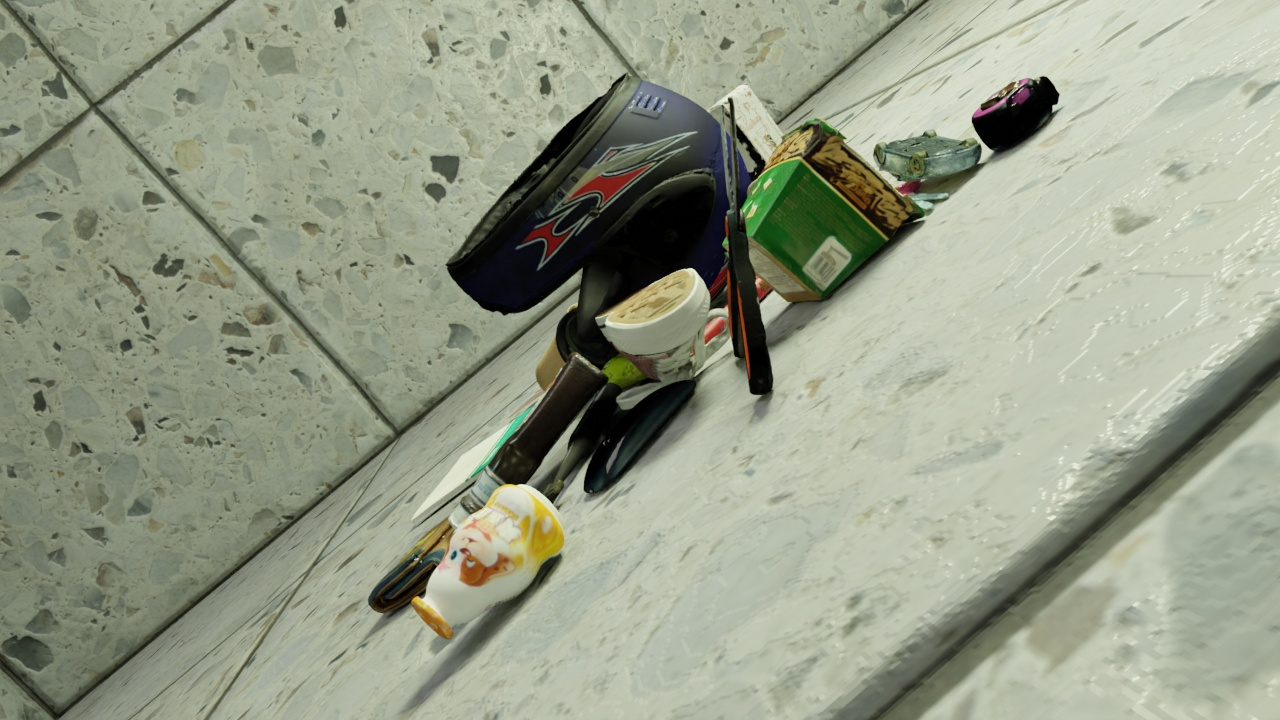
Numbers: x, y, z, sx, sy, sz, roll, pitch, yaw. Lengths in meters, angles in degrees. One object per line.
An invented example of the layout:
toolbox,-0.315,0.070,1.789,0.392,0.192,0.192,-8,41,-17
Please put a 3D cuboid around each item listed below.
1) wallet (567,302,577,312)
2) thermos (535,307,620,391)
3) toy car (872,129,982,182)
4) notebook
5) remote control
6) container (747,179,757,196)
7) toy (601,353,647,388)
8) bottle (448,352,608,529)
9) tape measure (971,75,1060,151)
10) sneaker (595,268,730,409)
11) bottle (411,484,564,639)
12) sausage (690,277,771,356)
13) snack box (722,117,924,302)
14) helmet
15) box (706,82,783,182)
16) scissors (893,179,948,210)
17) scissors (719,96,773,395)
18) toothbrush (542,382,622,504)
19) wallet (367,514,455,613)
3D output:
wallet,-0.042,-0.052,1.187,0.087,0.024,0.115,-23,-31,-2
thermos,-0.078,-0.004,1.139,0.092,0.093,0.144,-46,2,-34
toy car,0.242,-0.171,0.780,0.054,0.037,0.120,-15,18,-6
notebook,-0.217,0.134,1.238,0.151,0.012,0.208,-36,9,17
remote control,-0.003,0.054,0.735,0.136,0.024,0.053,-46,12,-35
container,0.168,-0.169,0.939,0.090,0.090,0.110,-37,6,16
toy,-0.006,0.006,0.957,0.096,0.031,0.100,-38,12,-15
bottle,-0.104,0.080,0.846,0.195,0.044,0.080,-52,2,-2
tape measure,0.291,-0.196,0.722,0.057,0.039,0.057,-43,10,-23
sneaker,0.018,-0.018,0.794,0.118,0.088,0.241,-33,7,-8
bottle,-0.102,0.135,0.615,0.108,0.063,0.063,-45,10,-28
sausage,0.095,-0.052,0.869,0.155,0.020,0.020,-44,10,-25
snack box,0.137,-0.110,0.746,0.105,0.118,0.117,-53,10,-6
helmet,-0.021,-0.133,0.990,0.315,0.240,0.247,-47,16,-4
box,0.107,-0.258,1.331,0.260,0.179,0.110,-26,15,48
scissors,0.218,-0.132,0.779,0.073,0.017,0.137,-28,13,8
scissors,0.074,-0.075,0.660,0.022,0.234,0.221,-6,-30,2
toothbrush,-0.052,0.073,0.832,0.027,0.026,0.212,-44,7,24
wallet,-0.200,0.184,0.871,0.090,0.033,0.115,-37,6,22
